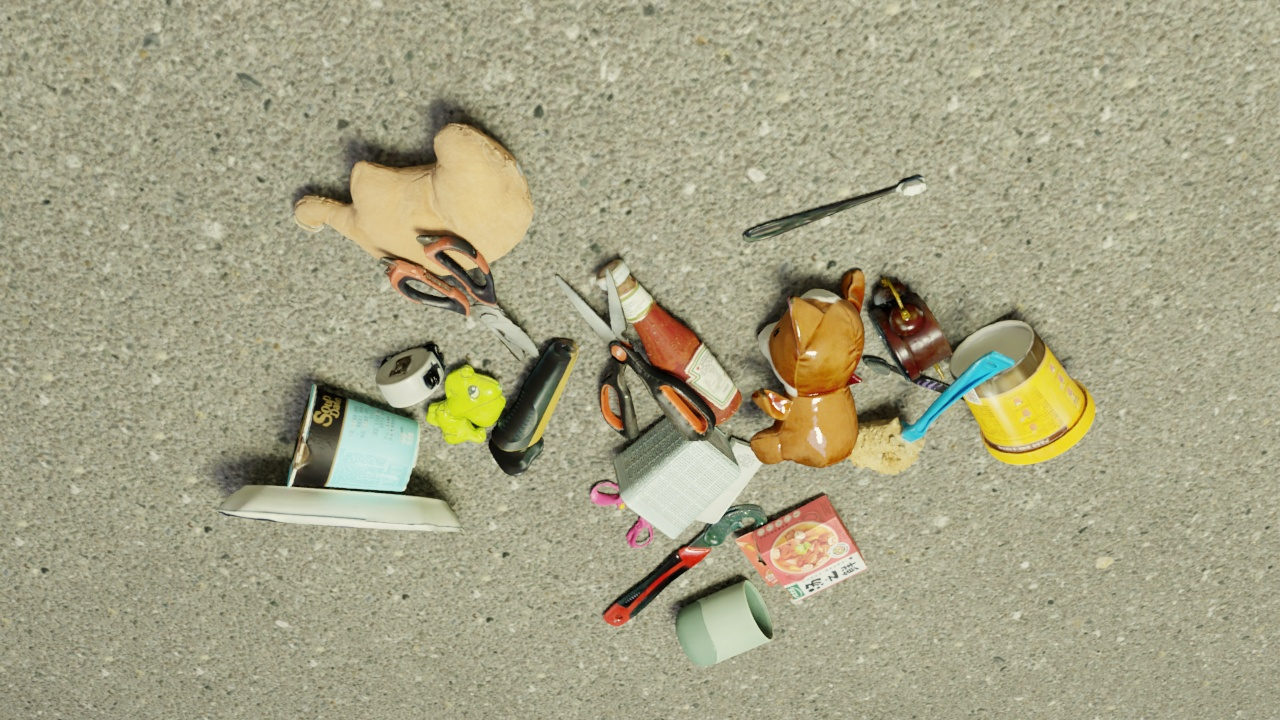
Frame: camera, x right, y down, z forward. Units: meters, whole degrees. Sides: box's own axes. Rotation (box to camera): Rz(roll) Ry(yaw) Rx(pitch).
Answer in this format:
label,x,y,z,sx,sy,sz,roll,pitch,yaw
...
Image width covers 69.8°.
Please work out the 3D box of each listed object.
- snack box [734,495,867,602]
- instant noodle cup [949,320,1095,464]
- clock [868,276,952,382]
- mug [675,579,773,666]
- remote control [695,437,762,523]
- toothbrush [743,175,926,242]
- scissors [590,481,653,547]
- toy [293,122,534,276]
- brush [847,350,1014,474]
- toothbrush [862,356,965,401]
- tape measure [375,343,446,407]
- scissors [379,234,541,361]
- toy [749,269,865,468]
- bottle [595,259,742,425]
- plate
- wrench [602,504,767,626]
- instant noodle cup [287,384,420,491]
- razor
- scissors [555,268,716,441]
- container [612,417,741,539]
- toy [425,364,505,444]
label,x,y,z,sx,sy,sz,roll,pitch,yaw
snack box,0.199,0.239,1.133,0.127,0.044,0.113,-29,126,11
instant noodle cup,0.395,0.030,0.967,0.119,0.118,0.114,-34,113,19
clock,0.270,-0.034,0.933,0.055,0.082,0.122,-29,122,11
mug,0.112,0.345,1.197,0.106,0.082,0.111,-28,153,15
remote control,0.099,0.144,1.082,0.049,0.024,0.125,19,120,-22
toothbrush,0.187,-0.145,0.891,0.181,0.018,0.016,-16,127,10
scissors,0.002,0.178,1.108,0.133,0.017,0.135,8,120,-13
toy,-0.209,-0.132,0.846,0.226,0.082,0.143,-16,127,14
brush,0.302,0.057,0.969,0.083,0.045,0.255,25,144,-7
toothbrush,0.328,0.029,1.020,0.189,0.016,0.014,18,122,-17
tape measure,-0.239,0.017,0.951,0.066,0.066,0.033,-19,122,10
scissors,-0.168,-0.050,0.892,0.198,0.015,0.205,6,148,-17
toy,0.175,0.009,0.949,0.130,0.139,0.200,26,129,30
bottle,0.028,-0.017,0.947,0.060,0.059,0.206,-32,114,18
plate,-0.330,0.167,1.032,0.265,0.034,0.162,5,166,-5
wrench,0.049,0.264,1.169,0.056,0.016,0.274,38,115,-25
instant noodle cup,-0.304,0.093,0.984,0.120,0.111,0.111,15,123,-21
razor,-0.112,0.049,0.994,0.067,0.062,0.168,4,125,-43
scissors,-0.014,0.010,0.947,0.221,0.021,0.228,37,143,8
container,0.042,0.120,1.020,0.112,0.089,0.090,-43,117,15
toy,-0.187,0.051,0.999,0.100,0.031,0.097,-23,123,18
